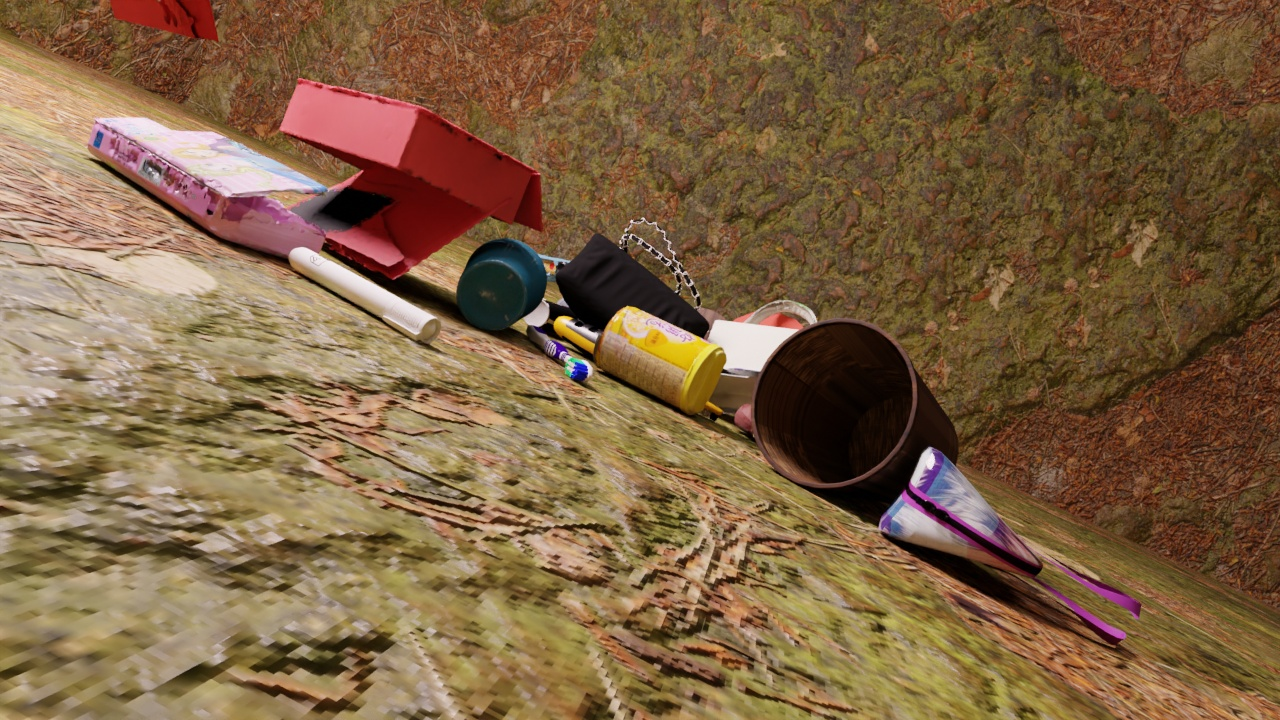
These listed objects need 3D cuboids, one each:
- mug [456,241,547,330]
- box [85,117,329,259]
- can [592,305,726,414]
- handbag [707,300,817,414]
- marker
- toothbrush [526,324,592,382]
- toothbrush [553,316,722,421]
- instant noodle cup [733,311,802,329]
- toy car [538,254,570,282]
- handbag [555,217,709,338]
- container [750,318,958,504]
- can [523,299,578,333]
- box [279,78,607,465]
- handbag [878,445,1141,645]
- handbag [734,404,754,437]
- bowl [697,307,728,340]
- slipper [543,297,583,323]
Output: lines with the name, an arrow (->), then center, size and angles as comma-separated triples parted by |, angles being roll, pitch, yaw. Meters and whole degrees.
mug -> -0.124, -0.064, 0.803 | 0.078, 0.078, 0.121 | 24, 10, -7
box -> -0.323, -0.142, 0.682 | 0.230, 0.063, 0.084 | 28, 5, 35
can -> 0.018, -0.001, 0.828 | 0.105, 0.067, 0.067 | 26, 5, 22
handbag -> 0.146, -0.004, 0.957 | 0.151, 0.074, 0.175 | 6, 35, 12
marker -> -0.181, -0.043, 0.588 | 0.134, 0.017, 0.020 | 26, 42, 26
toothbrush -> -0.073, -0.010, 0.776 | 0.016, 0.015, 0.187 | 17, 6, -24
toothbrush -> -0.005, 0.005, 0.884 | 0.197, 0.031, 0.031 | 29, 21, 23
instant noodle cup -> 0.156, 0.019, 1.075 | 0.123, 0.123, 0.121 | 27, -3, 25
toy car -> -0.097, -0.104, 1.068 | 0.108, 0.027, 0.060 | 16, 10, 35
handbag -> 0.002, -0.060, 0.954 | 0.154, 0.114, 0.125 | 37, -15, 8
container -> 0.187, 0.056, 0.753 | 0.132, 0.132, 0.167 | 28, 0, 39
can -> -0.095, -0.046, 0.986 | 0.031, 0.031, 0.080 | 26, 5, 19
box -> -0.167, -0.091, 0.902 | 0.213, 0.127, 0.426 | 24, -29, 39
handbag -> 0.255, 0.132, 0.628 | 0.170, 0.068, 0.144 | 32, 6, 15
handbag -> 0.122, 0.072, 0.823 | 0.055, 0.029, 0.119 | 22, 10, -11
bowl -> 0.084, -0.010, 1.224 | 0.119, 0.119, 0.032 | 27, 45, 26
slipper -> -0.071, -0.058, 1.086 | 0.264, 0.063, 0.111 | 24, 4, 25
